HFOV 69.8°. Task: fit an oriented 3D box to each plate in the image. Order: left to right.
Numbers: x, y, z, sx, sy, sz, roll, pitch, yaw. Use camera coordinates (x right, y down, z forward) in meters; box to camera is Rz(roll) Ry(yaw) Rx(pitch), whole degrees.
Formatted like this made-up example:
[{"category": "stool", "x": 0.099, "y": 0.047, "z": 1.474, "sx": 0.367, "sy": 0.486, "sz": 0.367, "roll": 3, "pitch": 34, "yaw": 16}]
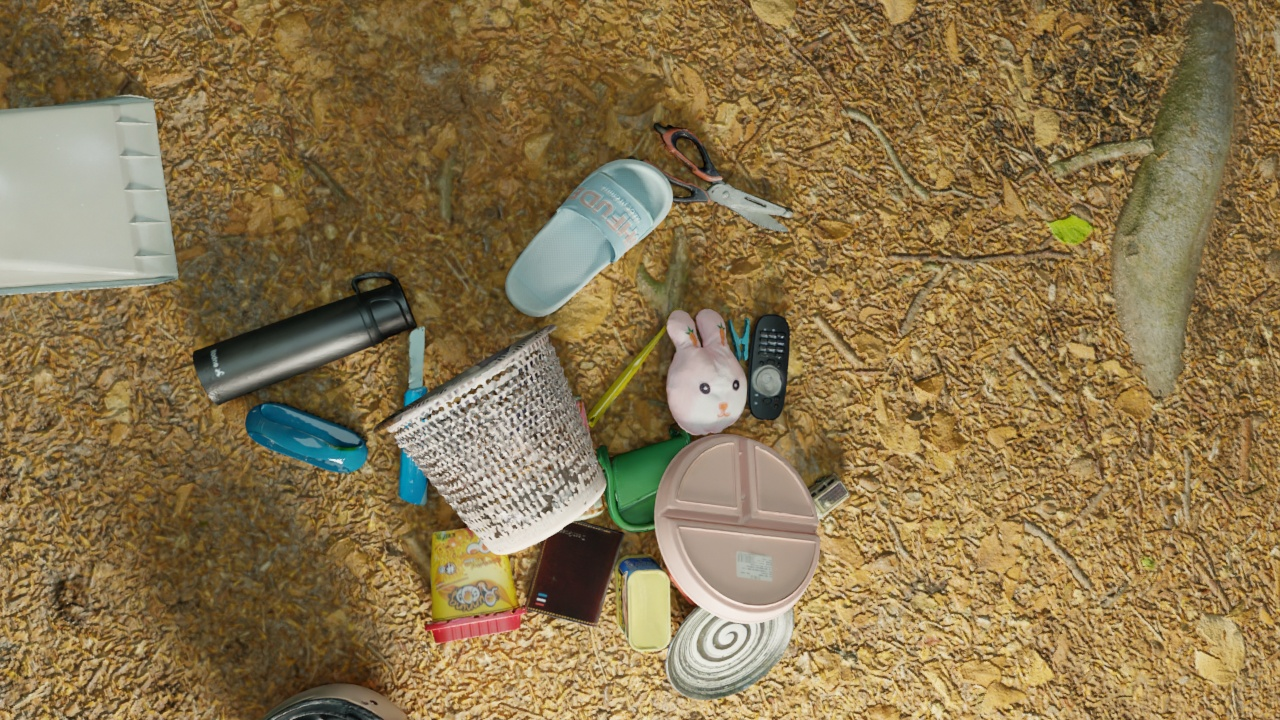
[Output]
[{"category": "plate", "x": 0.110, "y": 0.346, "z": 1.137, "sx": 0.179, "sy": 0.024, "sz": 0.180, "roll": -10, "pitch": 118, "yaw": -20}, {"category": "plate", "x": 0.124, "y": 0.195, "z": 1.095, "sx": 0.229, "sy": 0.028, "sz": 0.229, "roll": 11, "pitch": 65, "yaw": -25}]

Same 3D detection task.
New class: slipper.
[{"category": "slipper", "x": -0.067, "y": -0.153, "z": 1.119, "sx": 0.245, "sy": 0.074, "sz": 0.104, "roll": -44, "pitch": 95, "yaw": -4}]

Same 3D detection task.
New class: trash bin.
[{"category": "trash bin", "x": -0.146, "y": 0.095, "z": 1.011, "sx": 0.227, "sy": 0.227, "sz": 0.192, "roll": -31, "pitch": 96, "yaw": -9}]

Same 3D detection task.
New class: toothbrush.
[{"category": "toothbrush", "x": -0.007, "y": 0.007, "z": 1.156, "sx": 0.015, "sy": 0.016, "sz": 0.190, "roll": 40, "pitch": 83, "yaw": -6}]

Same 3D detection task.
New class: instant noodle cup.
[{"category": "instant noodle cup", "x": -0.198, "y": 0.259, "z": 1.080, "sx": 0.116, "sy": 0.116, "sz": 0.123, "roll": -8, "pitch": 79, "yaw": -9}]

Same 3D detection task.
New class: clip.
[{"category": "clip", "x": 0.129, "y": -0.027, "z": 1.181, "sx": 0.038, "sy": 0.013, "sz": 0.055, "roll": -7, "pitch": 91, "yaw": -9}]

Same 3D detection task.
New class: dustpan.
[{"category": "dustpan", "x": -0.699, "y": -0.182, "z": 1.052, "sx": 0.257, "sy": 0.143, "sz": 0.222, "roll": -8, "pitch": 90, "yaw": -39}]

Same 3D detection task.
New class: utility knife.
[{"category": "utility knife", "x": -0.269, "y": 0.067, "z": 1.099, "sx": 0.034, "sy": 0.018, "sz": 0.216, "roll": 3, "pitch": 96, "yaw": -5}]

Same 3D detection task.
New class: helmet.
[{"category": "helmet", "x": -0.331, "y": 0.480, "z": 1.027, "sx": 0.230, "sy": 0.157, "sz": 0.274, "roll": -31, "pitch": 105, "yaw": -9}]

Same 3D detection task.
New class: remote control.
[{"category": "remote control", "x": 0.164, "y": 0.009, "z": 1.180, "sx": 0.053, "sy": 0.024, "sz": 0.136, "roll": 6, "pitch": 89, "yaw": -12}]

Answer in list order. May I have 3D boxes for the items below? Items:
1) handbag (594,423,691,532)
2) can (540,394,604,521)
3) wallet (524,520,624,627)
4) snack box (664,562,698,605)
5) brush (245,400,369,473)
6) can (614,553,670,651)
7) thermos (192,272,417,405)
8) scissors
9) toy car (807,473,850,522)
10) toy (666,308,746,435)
[{"category": "handbag", "x": 0.016, "y": 0.147, "z": 1.138, "sx": 0.131, "sy": 0.068, "sz": 0.120, "roll": -16, "pitch": 83, "yaw": -8}, {"category": "can", "x": -0.085, "y": 0.119, "z": 1.121, "sx": 0.058, "sy": 0.058, "sz": 0.147, "roll": -11, "pitch": 91, "yaw": -9}, {"category": "wallet", "x": -0.082, "y": 0.260, "z": 1.140, "sx": 0.096, "sy": 0.020, "sz": 0.122, "roll": 17, "pitch": 84, "yaw": -8}, {"category": "snack box", "x": 0.077, "y": 0.253, "z": 1.131, "sx": 0.080, "sy": 0.091, "sz": 0.082, "roll": -37, "pitch": 93, "yaw": -2}, {"category": "brush", "x": -0.388, "y": 0.091, "z": 1.065, "sx": 0.144, "sy": 0.073, "sz": 0.055, "roll": 22, "pitch": 90, "yaw": -9}, {"category": "can", "x": 0.003, "y": 0.295, "z": 1.119, "sx": 0.057, "sy": 0.083, "sz": 0.102, "roll": -1, "pitch": 89, "yaw": -9}, {"category": "thermos", "x": -0.391, "y": -0.032, "z": 1.077, "sx": 0.242, "sy": 0.068, "sz": 0.090, "roll": -22, "pitch": 64, "yaw": -11}, {"category": "scissors", "x": 0.096, "y": -0.231, "z": 1.178, "sx": 0.202, "sy": 0.015, "sz": 0.204, "roll": -18, "pitch": 92, "yaw": -9}, {"category": "toy car", "x": 0.226, "y": 0.185, "z": 1.183, "sx": 0.090, "sy": 0.035, "sz": 0.042, "roll": -35, "pitch": 92, "yaw": -5}, {"category": "toy", "x": 0.078, "y": 0.013, "z": 1.144, "sx": 0.121, "sy": 0.054, "sz": 0.159, "roll": -7, "pitch": 84, "yaw": -36}]
